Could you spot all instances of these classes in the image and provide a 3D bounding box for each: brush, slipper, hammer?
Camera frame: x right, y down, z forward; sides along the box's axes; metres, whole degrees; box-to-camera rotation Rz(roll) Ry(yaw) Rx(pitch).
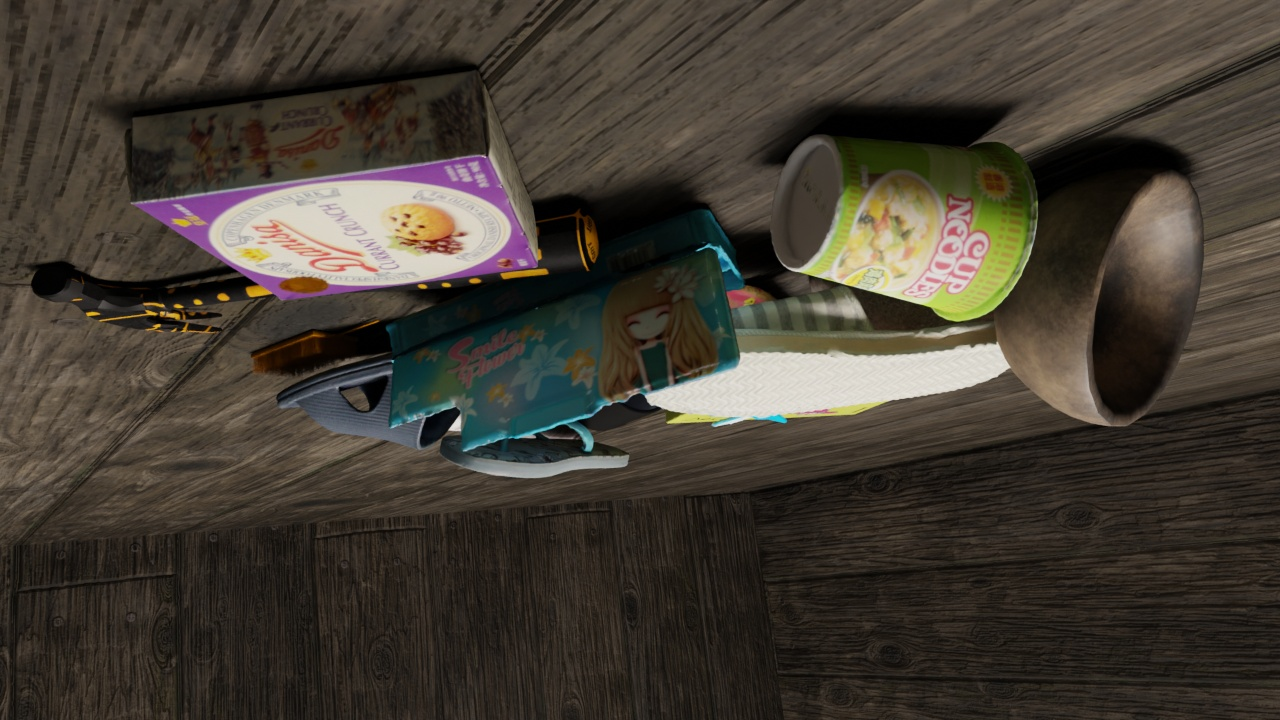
[{"bbox_3d":[-0.253,-0.009,0.727,0.127,0.017,0.048,-15,166,32],"label":"brush"},{"bbox_3d":[-0.093,0.069,0.841,0.098,0.054,0.268,11,179,23],"label":"slipper"},{"bbox_3d":[-0.181,-0.050,0.550,0.321,0.036,0.123,-7,169,9],"label":"hammer"},{"bbox_3d":[0.134,-0.005,0.644,0.272,0.054,0.115,-2,149,-7],"label":"slipper"},{"bbox_3d":[-0.161,0.024,0.739,0.264,0.082,0.101,-13,-173,14],"label":"slipper"}]

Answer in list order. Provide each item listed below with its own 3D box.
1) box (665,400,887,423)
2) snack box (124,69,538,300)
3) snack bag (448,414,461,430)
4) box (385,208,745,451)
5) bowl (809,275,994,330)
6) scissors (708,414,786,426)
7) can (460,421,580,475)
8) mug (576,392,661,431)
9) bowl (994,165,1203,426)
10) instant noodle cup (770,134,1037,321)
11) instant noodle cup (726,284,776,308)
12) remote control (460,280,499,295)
[{"bbox_3d":[0.140,0.012,0.909,0.220,0.082,0.125,-4,167,-21],"label":"box"},{"bbox_3d":[-0.131,-0.075,0.435,0.148,0.040,0.143,-8,168,1],"label":"snack box"},{"bbox_3d":[-0.163,0.045,0.967,0.131,0.039,0.143,-24,161,29],"label":"snack bag"},{"bbox_3d":[-0.052,-0.023,0.577,0.227,0.086,0.169,-18,-162,14],"label":"box"},{"bbox_3d":[0.229,-0.042,0.715,0.178,0.081,0.178,-8,169,-2],"label":"bowl"},{"bbox_3d":[0.121,0.047,0.853,0.140,0.011,0.134,-14,162,25],"label":"scissors"},{"bbox_3d":[-0.113,0.059,0.926,0.129,0.044,0.130,-26,152,-15],"label":"can"},{"bbox_3d":[-0.037,0.017,0.842,0.113,0.078,0.088,9,162,-28],"label":"mug"},{"bbox_3d":[0.291,-0.043,0.590,0.162,0.162,0.070,3,-171,-41],"label":"bowl"},{"bbox_3d":[0.133,-0.075,0.487,0.108,0.098,0.099,5,164,-20],"label":"instant noodle cup"},{"bbox_3d":[0.096,-0.011,0.766,0.098,0.097,0.108,-13,175,24],"label":"instant noodle cup"},{"bbox_3d":[-0.097,-0.046,0.650,0.126,0.018,0.038,-19,163,39],"label":"remote control"}]
